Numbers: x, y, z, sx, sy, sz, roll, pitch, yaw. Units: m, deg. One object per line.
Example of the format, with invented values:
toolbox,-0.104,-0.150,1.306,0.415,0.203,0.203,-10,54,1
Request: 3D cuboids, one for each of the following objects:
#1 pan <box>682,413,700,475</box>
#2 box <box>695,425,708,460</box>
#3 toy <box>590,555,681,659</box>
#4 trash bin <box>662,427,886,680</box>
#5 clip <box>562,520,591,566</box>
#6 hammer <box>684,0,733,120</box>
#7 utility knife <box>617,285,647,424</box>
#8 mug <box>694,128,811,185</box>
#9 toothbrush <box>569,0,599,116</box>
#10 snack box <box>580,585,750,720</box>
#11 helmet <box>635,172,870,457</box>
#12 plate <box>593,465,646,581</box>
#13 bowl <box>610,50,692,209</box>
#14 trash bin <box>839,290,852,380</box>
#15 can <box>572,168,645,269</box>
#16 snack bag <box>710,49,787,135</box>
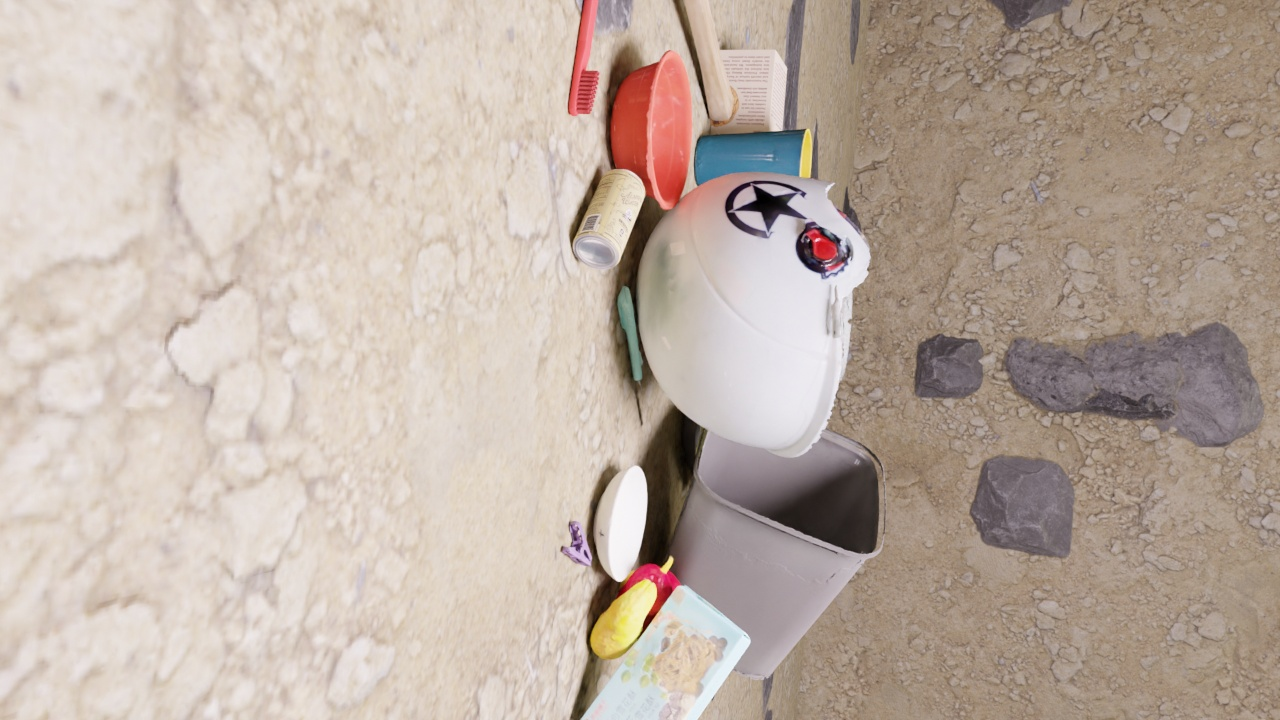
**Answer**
pan,0.099,0.072,1.207,0.354,0.024,0.216,38,59,-69
box,0.098,0.038,1.103,0.137,0.024,0.186,83,21,-51
toy,0.002,0.226,0.863,0.106,0.067,0.137,-55,163,14
trash bin,0.121,0.194,0.975,0.196,0.197,0.221,-63,175,-59
clip,-0.052,0.152,0.763,0.050,0.014,0.046,29,65,-68
hammer,0.061,-0.338,0.915,0.323,0.051,0.117,53,45,-70
utility knife,-0.005,0.005,0.867,0.022,0.015,0.177,-101,-178,-47
mug,0.126,-0.222,1.031,0.078,0.121,0.078,6,89,-72
toothbrush,-0.029,-0.283,0.680,0.012,0.018,0.212,27,70,-72
snack box,0.017,0.293,0.812,0.174,0.075,0.053,-52,153,-9
helmet,0.080,-0.046,0.823,0.237,0.163,0.263,113,-21,-53
plate,-0.022,0.146,0.834,0.104,0.026,0.104,7,89,-72
bowl,0.006,-0.194,0.778,0.130,0.045,0.130,6,89,-73
trash bin,0.209,-0.046,1.293,0.133,0.161,0.133,6,89,-73
can,-0.024,-0.112,0.720,0.038,0.038,0.079,76,26,-48
snack bag,0.129,-0.260,1.115,0.094,0.070,0.206,-15,110,-72
